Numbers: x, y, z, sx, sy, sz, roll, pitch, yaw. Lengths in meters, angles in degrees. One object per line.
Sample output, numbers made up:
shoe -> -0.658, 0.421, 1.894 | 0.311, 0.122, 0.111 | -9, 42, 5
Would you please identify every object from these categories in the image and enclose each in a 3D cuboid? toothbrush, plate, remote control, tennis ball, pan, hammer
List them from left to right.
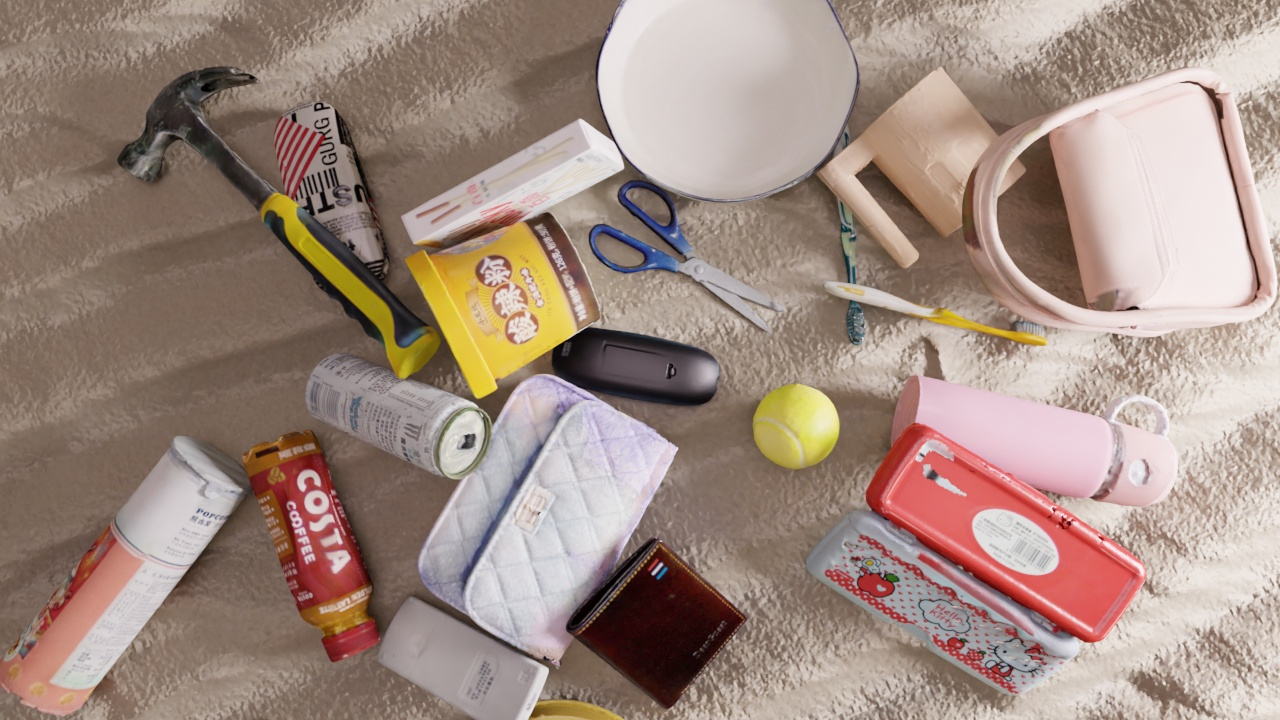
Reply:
hammer -> -0.272, -0.110, 0.709 | 0.323, 0.032, 0.126 | 42, 99, 15
pan -> -0.143, 0.339, 0.699 | 0.357, 0.078, 0.197 | 16, 82, -4
remote control -> -0.137, 0.230, 0.694 | 0.135, 0.019, 0.056 | 18, 74, 26
remote control -> -0.004, 0.004, 0.734 | 0.136, 0.024, 0.053 | 10, 84, 2
plate -> 0.068, -0.223, 0.743 | 0.205, 0.045, 0.204 | 0, 84, 2
tennis ball -> 0.120, 0.051, 0.707 | 0.065, 0.065, 0.065 | 0, 85, 1
toothbrush -> 0.169, -0.108, 0.743 | 0.016, 0.018, 0.191 | -4, 86, 0
toothbrush -> 0.234, -0.040, 0.728 | 0.191, 0.016, 0.018 | 14, 70, -5

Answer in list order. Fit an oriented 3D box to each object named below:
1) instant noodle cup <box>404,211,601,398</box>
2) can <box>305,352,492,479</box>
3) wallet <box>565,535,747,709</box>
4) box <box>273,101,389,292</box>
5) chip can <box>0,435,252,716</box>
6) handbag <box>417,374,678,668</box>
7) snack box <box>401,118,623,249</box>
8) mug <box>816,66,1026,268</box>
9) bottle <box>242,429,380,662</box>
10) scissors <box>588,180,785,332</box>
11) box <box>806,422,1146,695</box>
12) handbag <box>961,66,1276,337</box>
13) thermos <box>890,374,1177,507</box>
instant noodle cup -> -0.101, -0.048, 0.700 | 0.114, 0.118, 0.118 | -26, 85, -9
can -> -0.184, 0.040, 0.690 | 0.147, 0.058, 0.058 | 18, 85, 30
wallet -> 0.015, 0.198, 0.691 | 0.096, 0.020, 0.122 | -45, 120, -3
box -> -0.252, -0.131, 0.740 | 0.069, 0.052, 0.164 | -23, 85, 20
chip can -> -0.394, 0.164, 0.706 | 0.071, 0.071, 0.214 | 37, 87, 4
handbag -> -0.073, 0.116, 0.701 | 0.134, 0.075, 0.194 | 28, 87, 3
snack box -> -0.095, -0.129, 0.700 | 0.157, 0.084, 0.027 | -25, 86, 14
mug -> 0.218, -0.147, 0.714 | 0.124, 0.084, 0.103 | -40, 87, -1
bottle -> -0.251, 0.143, 0.711 | 0.057, 0.057, 0.175 | -23, 85, -1
scissors -> 0.033, -0.071, 0.747 | 0.133, 0.012, 0.172 | -27, 86, -3
box -> 0.243, 0.154, 0.677 | 0.201, 0.058, 0.161 | 32, 109, 0
handbag -> 0.333, -0.103, 0.664 | 0.233, 0.093, 0.193 | -12, 86, -23
thermos -> 0.300, 0.054, 0.700 | 0.198, 0.067, 0.087 | 12, 95, 4
